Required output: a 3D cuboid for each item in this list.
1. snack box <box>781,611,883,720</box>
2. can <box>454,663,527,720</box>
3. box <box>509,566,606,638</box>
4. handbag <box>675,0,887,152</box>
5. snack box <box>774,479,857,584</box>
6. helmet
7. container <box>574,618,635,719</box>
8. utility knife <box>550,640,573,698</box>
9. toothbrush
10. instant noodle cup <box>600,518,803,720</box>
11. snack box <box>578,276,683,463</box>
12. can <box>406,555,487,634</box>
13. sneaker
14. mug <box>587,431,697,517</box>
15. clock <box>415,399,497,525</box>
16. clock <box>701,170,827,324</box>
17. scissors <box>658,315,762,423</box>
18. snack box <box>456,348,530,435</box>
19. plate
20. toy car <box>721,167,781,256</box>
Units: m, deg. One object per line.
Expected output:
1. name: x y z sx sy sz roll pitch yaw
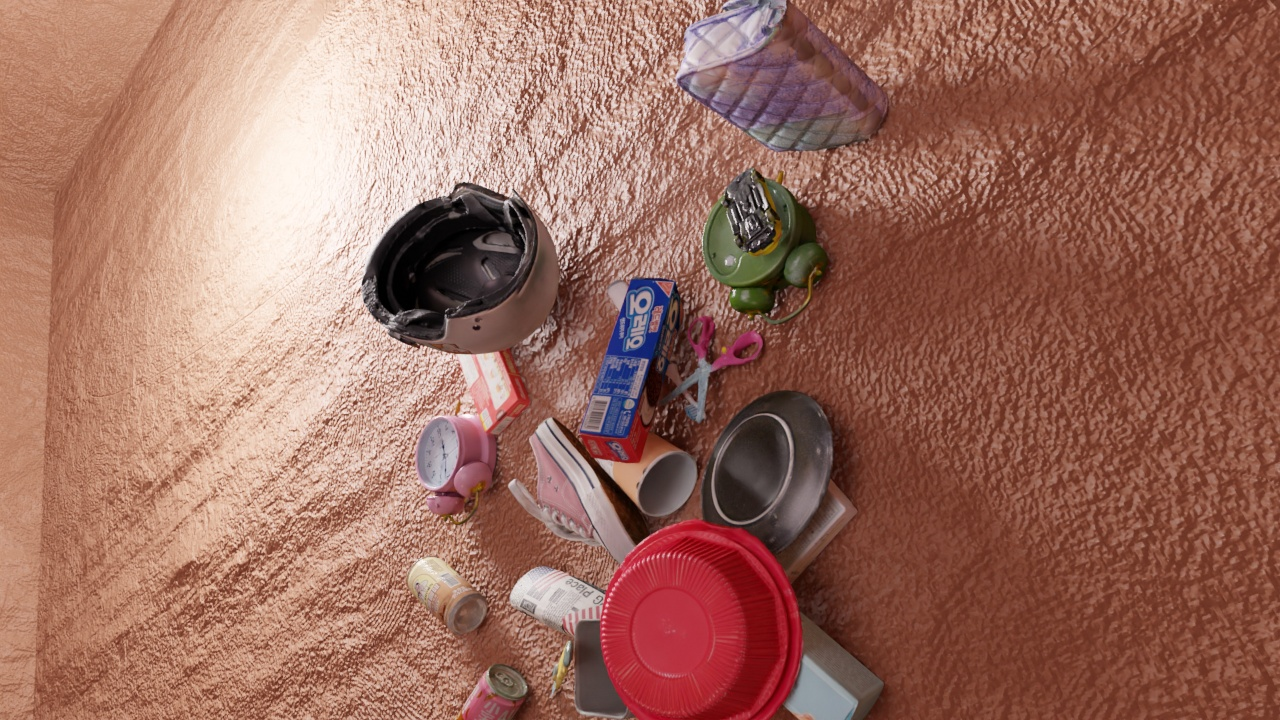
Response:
1. snack box: 0.126 0.257 0.820 0.175 0.074 0.052 37 105 30
2. can: -0.193 0.438 1.102 0.058 0.057 0.147 45 110 40
3. box: -0.084 0.273 1.028 0.164 0.083 0.075 10 79 46
4. handbag: 0.136 -0.274 0.890 0.134 0.193 0.075 2 77 43
5. snack box: 0.131 0.169 0.894 0.157 0.026 0.084 -53 50 19
6. helmet: -0.213 -0.100 1.188 0.275 0.157 0.229 3 63 37
7. container: 0.006 0.301 0.907 0.090 0.114 0.090 -20 65 50
8. utility knife: -0.084 0.334 0.979 0.221 0.022 0.030 99 -177 -60
9. toothbrush: 0.019 -0.013 1.046 0.221 0.026 0.027 58 156 35
10. instant noodle cup: 0.037 0.232 0.789 0.194 0.065 0.193 -8 73 26
11. snack box: -0.006 0.006 0.984 0.057 0.058 0.207 5 57 20
12. can: -0.252 0.304 1.192 0.116 0.058 0.058 24 95 44
13. sneaker: -0.072 0.160 1.032 0.088 0.118 0.241 -46 44 2
14. mug: -0.005 0.108 1.007 0.123 0.078 0.078 33 102 47
15. clock: -0.246 0.144 1.228 0.117 0.059 0.158 -38 58 31
16. clock: 0.130 -0.112 0.949 0.116 0.056 0.161 -33 58 33
17. scissors: 0.069 0.003 0.987 0.133 0.017 0.130 -38 49 12
18. snack box: -0.202 0.019 1.243 0.075 0.025 0.152 -44 53 24
19. plate: 0.113 0.108 0.893 0.180 0.024 0.179 -36 40 37
20. toy car: 0.114 -0.147 0.912 0.048 0.032 0.105 -39 44 28
